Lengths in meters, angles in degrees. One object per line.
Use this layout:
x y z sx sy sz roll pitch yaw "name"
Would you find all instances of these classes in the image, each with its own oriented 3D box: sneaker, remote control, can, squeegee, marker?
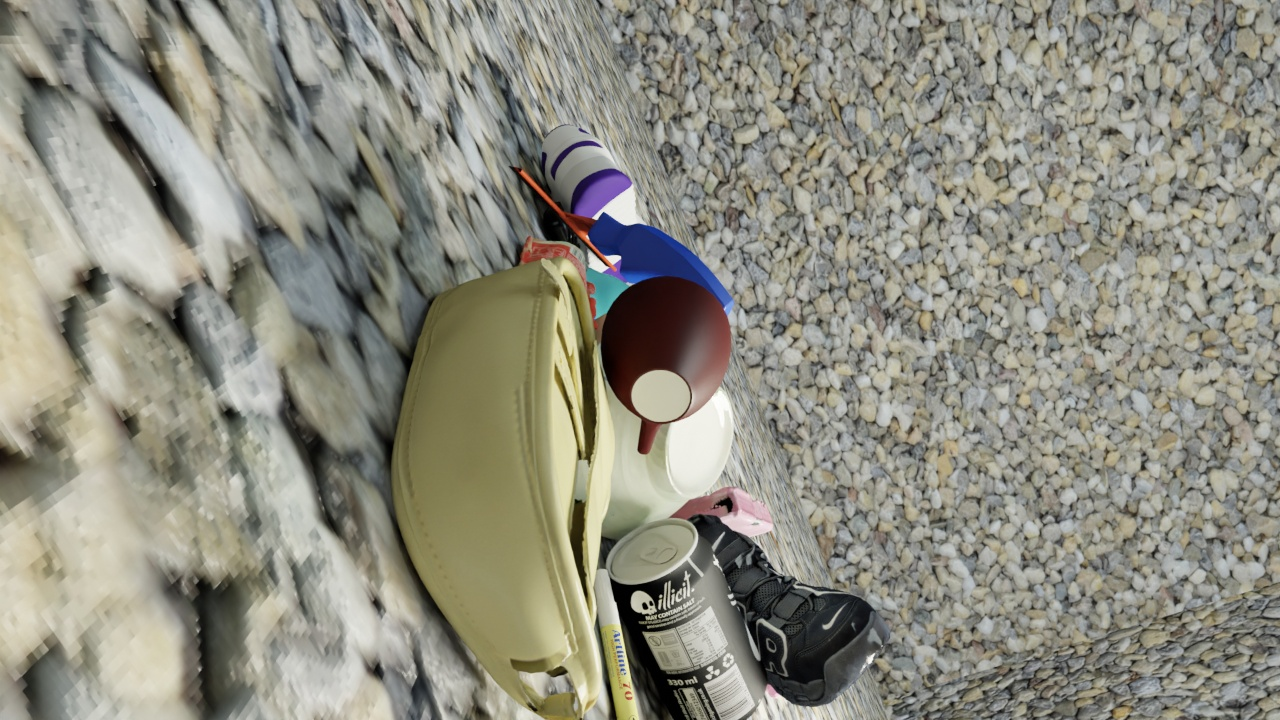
-0.050 -0.167 0.998 0.111 0.092 0.244 56 -3 21 "sneaker"
-0.064 -0.091 0.924 0.045 0.021 0.140 -95 166 -49 "remote control"
0.035 0.195 0.674 0.080 0.080 0.146 -86 154 -68 "can"
0.094 0.190 0.759 0.151 0.097 0.253 54 -27 -4 "sneaker"
0.006 -0.093 0.834 0.185 0.055 0.249 35 -2 22 "squeegee"
-0.015 0.200 0.599 0.014 0.014 0.132 55 17 -54 "marker"

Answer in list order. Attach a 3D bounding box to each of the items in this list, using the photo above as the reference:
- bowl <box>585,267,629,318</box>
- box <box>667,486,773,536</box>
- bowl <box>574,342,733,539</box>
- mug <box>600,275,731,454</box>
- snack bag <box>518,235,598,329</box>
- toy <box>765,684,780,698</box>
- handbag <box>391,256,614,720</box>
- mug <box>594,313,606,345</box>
-0.015 -0.039 0.924 0.121 0.046 0.121 -12 89 -80 "bowl"
0.068 0.130 0.962 0.232 0.099 0.112 37 38 -69 "box"
0.022 0.054 0.687 0.176 0.058 0.177 -15 110 -48 "bowl"
0.012 0.014 0.587 0.088 0.087 0.114 -81 -177 -64 "mug"
-0.067 -0.049 0.738 0.087 0.044 0.155 38 21 -20 "snack bag"
0.133 0.312 1.020 0.157 0.067 0.123 3 68 -75 "toy"
-0.054 0.051 0.493 0.232 0.088 0.191 -87 157 -68 "handbag"
-0.005 0.005 0.796 0.085 0.104 0.111 -97 164 -52 "mug"
